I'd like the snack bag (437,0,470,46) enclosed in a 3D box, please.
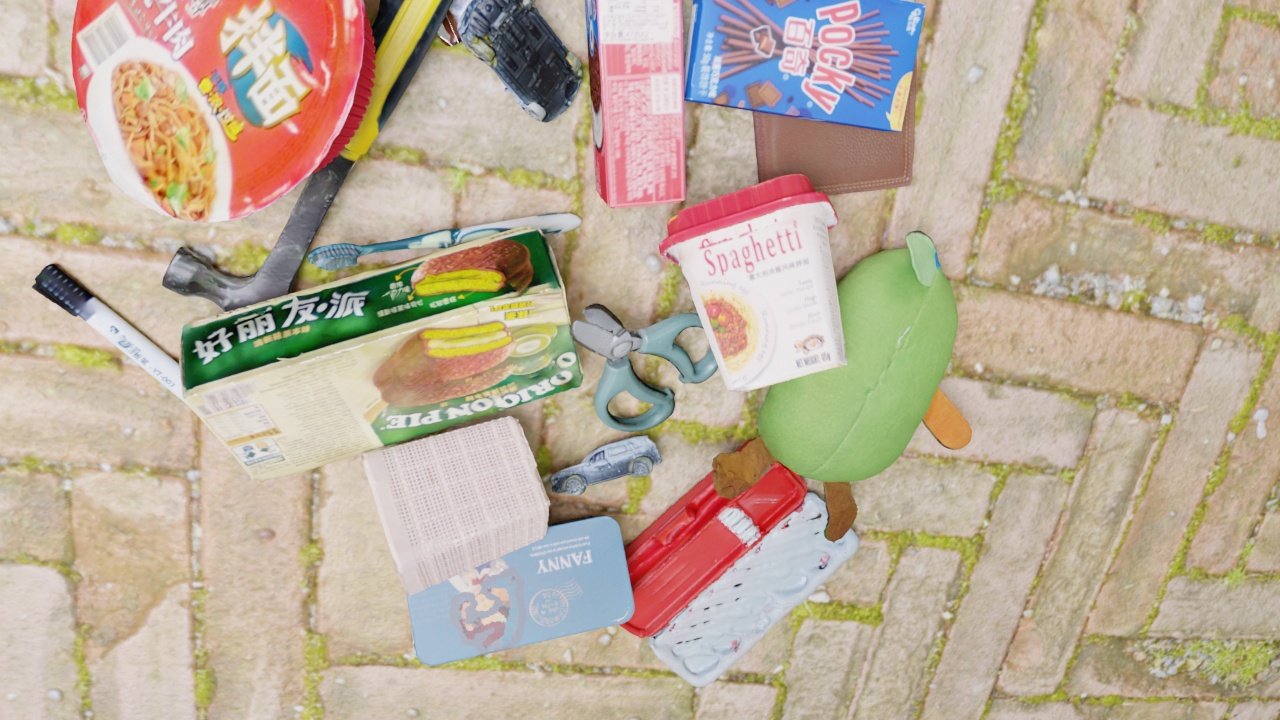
[{"bbox_3d":[-0.088,-0.240,0.579,0.105,0.026,0.045,-25,115,1],"label":"snack bag"}]

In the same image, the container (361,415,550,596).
[{"bbox_3d":[-0.129,0.101,0.658,0.110,0.090,0.090,-18,157,-15],"label":"container"}]

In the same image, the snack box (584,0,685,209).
[{"bbox_3d":[-0.003,-0.208,0.597,0.058,0.057,0.208,-6,114,-9],"label":"snack box"}]

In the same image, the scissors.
[{"bbox_3d":[-0.011,0.008,0.663,0.139,0.019,0.179,-50,146,15],"label":"scissors"}]

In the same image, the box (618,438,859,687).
[{"bbox_3d":[0.075,0.177,0.789,0.201,0.038,0.158,-43,116,5],"label":"box"}]

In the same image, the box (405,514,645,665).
[{"bbox_3d":[-0.089,0.175,0.717,0.184,0.060,0.089,-12,85,-8],"label":"box"}]

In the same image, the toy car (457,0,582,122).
[{"bbox_3d":[-0.075,-0.194,0.581,0.049,0.031,0.105,-52,148,-2],"label":"toy car"}]

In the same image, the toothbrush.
[{"bbox_3d":[-0.123,-0.080,0.614,0.191,0.018,0.016,-13,128,-28],"label":"toothbrush"}]

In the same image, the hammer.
[{"bbox_3d":[-0.175,-0.151,0.577,0.126,0.032,0.324,27,109,-24],"label":"hammer"}]

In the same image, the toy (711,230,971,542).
[{"bbox_3d":[0.165,0.019,0.716,0.227,0.090,0.247,28,98,-16],"label":"toy"}]

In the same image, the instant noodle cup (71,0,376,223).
[{"bbox_3d":[-0.224,-0.171,0.519,0.194,0.065,0.194,1,92,16],"label":"instant noodle cup"}]

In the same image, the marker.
[{"bbox_3d":[-0.345,-0.013,0.614,0.023,0.018,0.131,-36,116,12],"label":"marker"}]

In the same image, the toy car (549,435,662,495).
[{"bbox_3d":[-0.028,0.084,0.722,0.090,0.043,0.034,-16,88,-10],"label":"toy car"}]

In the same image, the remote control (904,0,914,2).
[{"bbox_3d":[0.147,-0.287,0.622,0.056,0.020,0.136,-25,116,-4],"label":"remote control"}]

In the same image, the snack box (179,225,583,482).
[{"bbox_3d":[-0.164,-0.002,0.614,0.240,0.063,0.115,-18,145,-6],"label":"snack box"}]

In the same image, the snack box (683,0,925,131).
[{"bbox_3d":[0.109,-0.207,0.616,0.157,0.026,0.084,4,104,-14],"label":"snack box"}]

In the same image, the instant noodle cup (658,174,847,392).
[{"bbox_3d":[0.086,-0.047,0.628,0.116,0.116,0.124,-17,83,17],"label":"instant noodle cup"}]

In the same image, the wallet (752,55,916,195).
[{"bbox_3d":[0.140,-0.172,0.664,0.124,0.032,0.101,-9,111,-11],"label":"wallet"}]
